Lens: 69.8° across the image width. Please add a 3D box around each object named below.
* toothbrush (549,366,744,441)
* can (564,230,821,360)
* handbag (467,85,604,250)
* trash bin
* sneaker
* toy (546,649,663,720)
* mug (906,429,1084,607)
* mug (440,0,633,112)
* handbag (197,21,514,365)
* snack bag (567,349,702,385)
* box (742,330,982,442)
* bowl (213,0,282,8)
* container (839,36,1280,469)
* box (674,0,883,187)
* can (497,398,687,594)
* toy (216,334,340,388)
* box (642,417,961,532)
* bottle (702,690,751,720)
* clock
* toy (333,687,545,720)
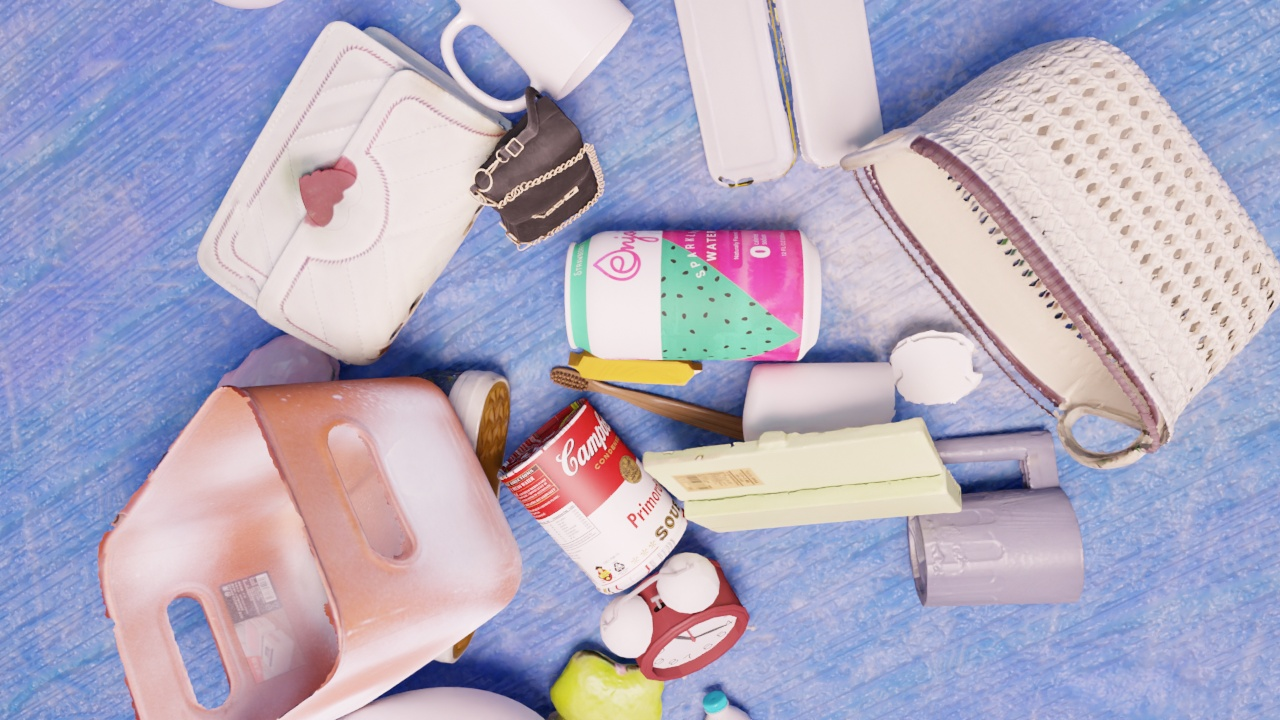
[{"bbox_3d":[0.012,0.033,0.688,0.167,0.016,0.016,16,107,-1],"label":"toothbrush"},{"bbox_3d":[0.036,-0.044,0.627,0.166,0.088,0.088,0,105,4],"label":"can"},{"bbox_3d":[-0.070,-0.118,0.600,0.079,0.128,0.054,-41,77,-3],"label":"handbag"},{"bbox_3d":[-0.220,0.139,0.608,0.260,0.157,0.181,-41,69,34],"label":"trash bin"},{"bbox_3d":[-0.153,0.117,0.691,0.079,0.087,0.236,11,105,12],"label":"sneaker"},{"bbox_3d":[-0.033,0.292,0.749,0.092,0.043,0.118,16,109,-3],"label":"toy"},{"bbox_3d":[0.252,0.116,0.668,0.104,0.084,0.124,-5,81,7],"label":"mug"},{"bbox_3d":[-0.075,-0.214,0.592,0.090,0.073,0.110,44,95,-8],"label":"mug"},{"bbox_3d":[-0.188,-0.109,0.622,0.142,0.096,0.199,34,103,-6],"label":"handbag"},{"bbox_3d":[-0.004,0.004,0.676,0.099,0.026,0.020,4,112,2],"label":"snack bag"},{"bbox_3d":[0.157,0.031,0.640,0.166,0.094,0.084,0,126,14],"label":"box"},{"bbox_3d":[-0.273,-0.293,0.600,0.115,0.050,0.115,1,105,4],"label":"bowl"},{"bbox_3d":[0.255,-0.072,0.562,0.143,0.184,0.251,-41,98,4],"label":"container"},{"bbox_3d":[0.087,-0.226,0.602,0.128,0.045,0.210,-12,103,4],"label":"box"},{"bbox_3d":[-0.034,0.099,0.673,0.087,0.086,0.116,-38,99,13],"label":"can"},{"bbox_3d":[-0.261,0.035,0.692,0.108,0.053,0.105,-31,112,11],"label":"toy"},{"bbox_3d":[0.111,0.084,0.621,0.187,0.138,0.030,-9,61,24],"label":"box"},{"bbox_3d":[0.083,0.332,0.750,0.044,0.044,0.136,-19,103,9],"label":"bottle"},{"bbox_3d":[0.027,0.191,0.681,0.096,0.048,0.137,-37,142,5],"label":"clock"},{"bbox_3d":[-0.152,0.392,0.675,0.263,0.265,0.281,-11,128,1],"label":"toy"}]
